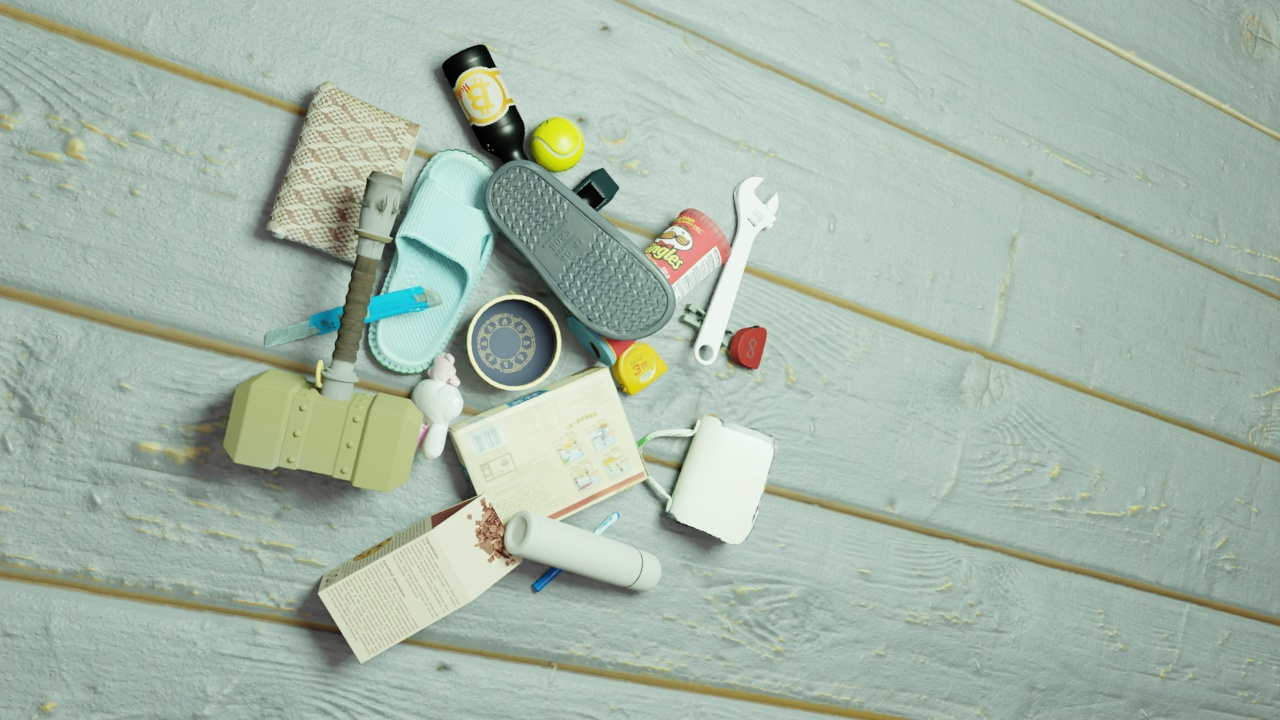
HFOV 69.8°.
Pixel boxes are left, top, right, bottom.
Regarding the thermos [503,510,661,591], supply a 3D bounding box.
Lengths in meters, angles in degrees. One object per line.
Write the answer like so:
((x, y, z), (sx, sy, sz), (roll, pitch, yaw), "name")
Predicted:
((-0.063, 0.236, 1.117), (0.224, 0.052, 0.052), (28, 80, -38), "thermos")

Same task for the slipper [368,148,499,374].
((-0.236, -0.115, 1.072), (0.116, 0.070, 0.276), (23, 83, -23), "slipper")

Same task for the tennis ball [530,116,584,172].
((-0.101, -0.263, 1.121), (0.065, 0.065, 0.065), (0, 91, -21), "tennis ball")

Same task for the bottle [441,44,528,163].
((-0.170, -0.280, 1.097), (0.059, 0.059, 0.181), (-30, 101, -18), "bottle")

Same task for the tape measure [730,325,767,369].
((0.144, -0.022, 1.237), (0.051, 0.019, 0.059), (19, 84, -42), "tape measure")

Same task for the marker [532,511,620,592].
((-0.080, 0.241, 1.165), (0.141, 0.013, 0.013), (-41, 104, -16), "marker")

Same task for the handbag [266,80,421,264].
((-0.335, -0.208, 1.044), (0.124, 0.047, 0.185), (21, 84, -28), "handbag")

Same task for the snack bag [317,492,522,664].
((-0.248, 0.243, 1.054), (0.206, 0.070, 0.094), (-28, 101, -10), "snack bag")

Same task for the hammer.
((-0.309, -0.041, 0.986), (0.190, 0.100, 0.325), (14, 96, -13), "hammer")

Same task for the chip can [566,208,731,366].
((0.012, -0.093, 1.156), (0.213, 0.087, 0.087), (-43, 105, -14), "chip can")

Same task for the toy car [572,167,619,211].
((-0.076, -0.194, 1.148), (0.112, 0.034, 0.046), (-45, 105, -14), "toy car")

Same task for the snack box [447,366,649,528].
((-0.111, 0.114, 1.127), (0.207, 0.055, 0.153), (-23, 100, -19), "snack box")

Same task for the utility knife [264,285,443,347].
((-0.326, -0.048, 1.035), (0.207, 0.015, 0.031), (-16, 102, 1), "utility knife")

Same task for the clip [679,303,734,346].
((0.090, -0.047, 1.221), (0.076, 0.023, 0.043), (32, 81, -16), "clip")

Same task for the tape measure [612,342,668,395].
((-0.007, 0.007, 1.179), (0.068, 0.030, 0.059), (-38, 104, -20), "tape measure")

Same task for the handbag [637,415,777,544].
((0.075, 0.144, 1.203), (0.176, 0.074, 0.151), (20, 82, -1), "handbag")

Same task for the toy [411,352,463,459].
((-0.239, 0.052, 1.072), (0.037, 0.076, 0.125), (19, 83, -51), "toy")

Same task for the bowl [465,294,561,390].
((-0.158, -0.021, 1.104), (0.112, 0.061, 0.112), (0, 91, -21), "bowl")

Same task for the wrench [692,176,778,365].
((0.123, -0.120, 1.220), (0.066, 0.018, 0.273), (24, 76, -19), "wrench")

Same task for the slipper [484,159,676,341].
((-0.071, -0.127, 1.091), (0.268, 0.083, 0.111), (44, 100, 4), "slipper")
